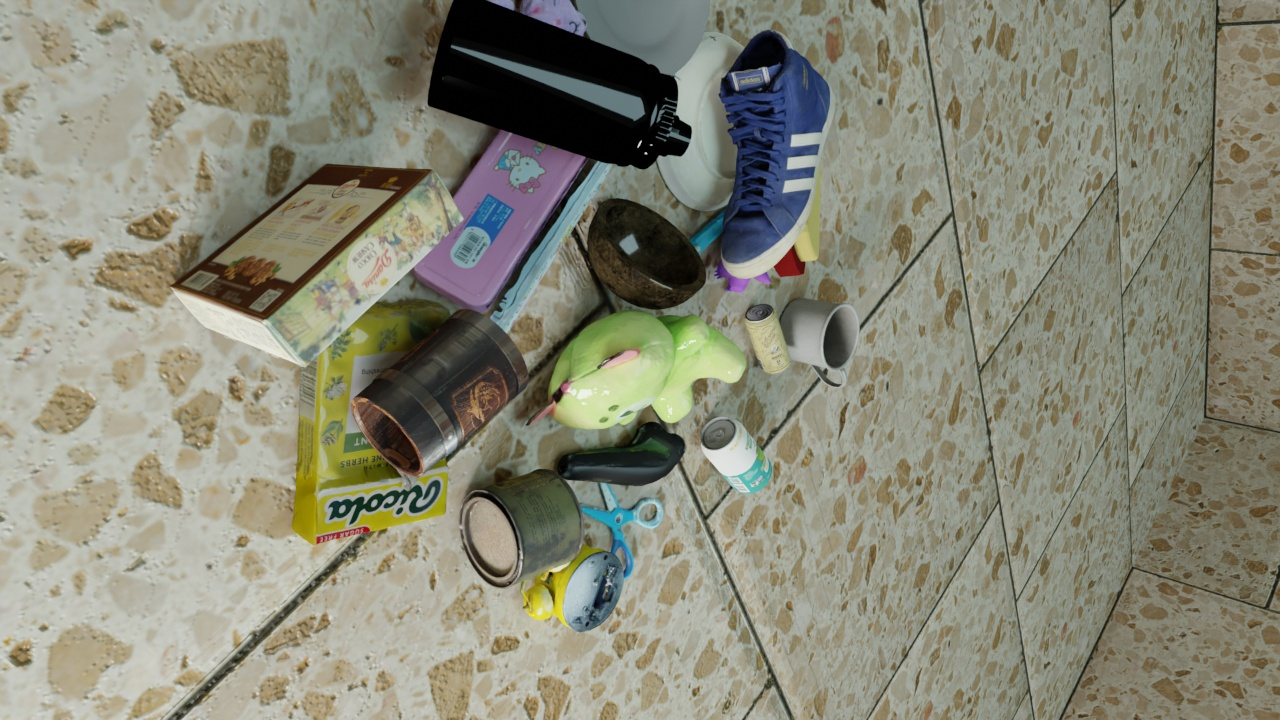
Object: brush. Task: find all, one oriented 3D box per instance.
[{"bbox_3d":[0.172,-0.177,1.013,0.082,0.042,0.173,48,43,-57],"label":"brush"}]

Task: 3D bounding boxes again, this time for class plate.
[{"bbox_3d":[0.001,-0.350,0.846,0.178,0.012,0.178,-12,107,-42],"label":"plate"},{"bbox_3d":[0.085,-0.247,0.955,0.181,0.034,0.182,-15,112,-44],"label":"plate"}]

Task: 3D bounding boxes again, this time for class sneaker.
[{"bbox_3d":[0.118,-0.211,0.904,0.118,0.091,0.232,38,72,-50],"label":"sneaker"}]

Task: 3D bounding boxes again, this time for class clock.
[{"bbox_3d":[-0.069,0.219,0.904,0.118,0.057,0.083,25,83,-48],"label":"clock"}]

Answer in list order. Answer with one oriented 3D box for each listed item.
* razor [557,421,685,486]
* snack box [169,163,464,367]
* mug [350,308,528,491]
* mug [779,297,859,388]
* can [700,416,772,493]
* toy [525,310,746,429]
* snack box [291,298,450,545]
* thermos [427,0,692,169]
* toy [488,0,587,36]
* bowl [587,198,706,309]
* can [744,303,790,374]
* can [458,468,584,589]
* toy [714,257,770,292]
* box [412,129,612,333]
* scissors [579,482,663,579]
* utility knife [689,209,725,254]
[{"bbox_3d":[-0.021,0.097,0.938,0.151,0.054,0.067,1,72,-39],"label":"razor"},{"bbox_3d":[-0.213,-0.070,0.603,0.146,0.143,0.041,-50,131,-26],"label":"snack box"},{"bbox_3d":[-0.150,0.036,0.697,0.107,0.080,0.116,-44,155,-34],"label":"mug"},{"bbox_3d":[0.222,-0.021,1.140,0.084,0.071,0.113,-30,122,-38],"label":"mug"},{"bbox_3d":[0.112,0.111,1.070,0.054,0.055,0.101,-58,135,-19],"label":"can"},{"bbox_3d":[-0.005,0.005,0.878,0.196,0.151,0.107,9,52,-45],"label":"toy"},{"bbox_3d":[-0.205,0.044,0.717,0.121,0.045,0.181,-5,105,-47],"label":"snack box"},{"bbox_3d":[-0.056,-0.209,0.715,0.198,0.086,0.086,14,91,-22],"label":"thermos"},{"bbox_3d":[-0.091,-0.276,0.756,0.080,0.036,0.099,49,65,-32],"label":"toy"},{"bbox_3d":[-0.003,-0.090,0.864,0.121,0.121,0.056,-2,142,-47],"label":"bowl"},{"bbox_3d":[0.150,-0.025,1.085,0.038,0.038,0.079,-46,130,-29],"label":"can"},{"bbox_3d":[-0.107,0.149,0.820,0.074,0.090,0.090,-14,111,-44],"label":"can"},{"bbox_3d":[0.121,-0.124,1.011,0.106,0.056,0.088,34,64,-67],"label":"toy"},{"bbox_3d":[-0.104,-0.128,0.791,0.090,0.091,0.213,31,73,-3],"label":"box"},{"bbox_3d":[-0.027,0.180,0.973,0.139,0.013,0.118,29,78,-50],"label":"scissors"},{"bbox_3d":[0.088,-0.147,0.999,0.166,0.015,0.022,-43,129,-29],"label":"utility knife"}]
